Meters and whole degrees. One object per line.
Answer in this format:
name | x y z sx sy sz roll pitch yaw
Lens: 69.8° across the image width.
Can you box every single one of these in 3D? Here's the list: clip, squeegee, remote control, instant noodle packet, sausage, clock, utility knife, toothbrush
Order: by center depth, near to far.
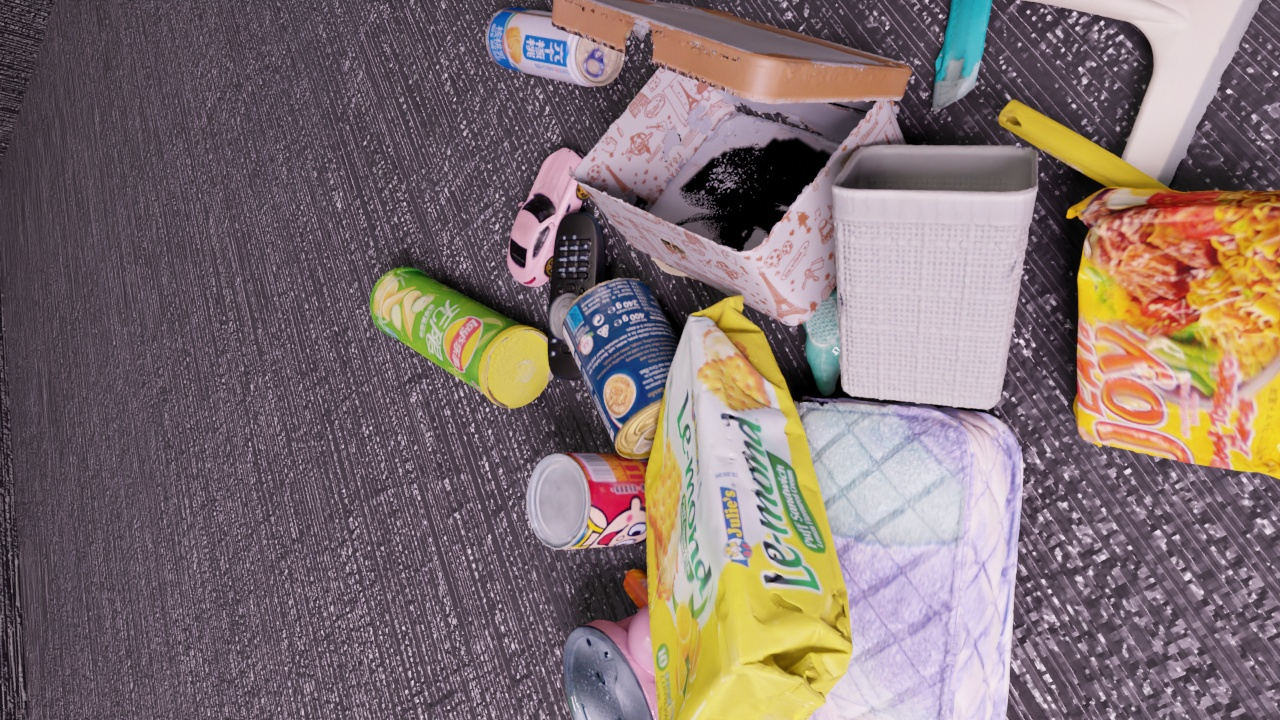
instant noodle packet | 0.244 -0.012 0.410 0.111 0.044 0.128 15 119 49
toothbrush | 0.247 -0.069 0.425 0.190 0.016 0.016 42 137 26
squeegee | 0.184 -0.201 0.486 0.247 0.039 0.247 29 107 33
utility knife | 0.196 -0.249 0.529 0.029 0.013 0.207 12 94 45
clock | 0.010 0.219 0.603 0.159 0.059 0.117 -40 68 55
sausage | 0.036 0.199 0.633 0.165 0.021 0.021 43 115 40
clip | 0.058 -0.084 0.636 0.105 0.034 0.083 7 91 41
remote control | -0.050 -0.052 0.746 0.053 0.024 0.136 5 91 37

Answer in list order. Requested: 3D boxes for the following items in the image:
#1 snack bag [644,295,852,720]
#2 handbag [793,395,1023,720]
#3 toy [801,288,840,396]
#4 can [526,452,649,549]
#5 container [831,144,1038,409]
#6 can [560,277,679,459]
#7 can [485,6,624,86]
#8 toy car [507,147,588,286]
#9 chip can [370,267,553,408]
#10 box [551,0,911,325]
snack bag | 0.050 0.101 0.511 0.158 0.068 0.246 106 165 -45
handbag | 0.134 0.119 0.506 0.134 0.075 0.194 4 87 51
toy | 0.136 -0.036 0.556 0.092 0.030 0.096 -27 59 35
can | -0.025 0.099 0.654 0.067 0.093 0.066 -6 81 45
container | 0.148 -0.043 0.468 0.090 0.090 0.114 6 118 22
can | -0.004 0.004 0.657 0.075 0.075 0.111 -47 55 31
can | -0.074 -0.266 0.774 0.135 0.053 0.053 28 105 43
toy car | -0.080 -0.122 0.778 0.056 0.037 0.122 38 111 39
chip can | -0.168 -0.027 0.830 0.221 0.072 0.072 26 104 44
box | 0.046 -0.148 0.534 0.182 0.178 0.152 32 83 42
